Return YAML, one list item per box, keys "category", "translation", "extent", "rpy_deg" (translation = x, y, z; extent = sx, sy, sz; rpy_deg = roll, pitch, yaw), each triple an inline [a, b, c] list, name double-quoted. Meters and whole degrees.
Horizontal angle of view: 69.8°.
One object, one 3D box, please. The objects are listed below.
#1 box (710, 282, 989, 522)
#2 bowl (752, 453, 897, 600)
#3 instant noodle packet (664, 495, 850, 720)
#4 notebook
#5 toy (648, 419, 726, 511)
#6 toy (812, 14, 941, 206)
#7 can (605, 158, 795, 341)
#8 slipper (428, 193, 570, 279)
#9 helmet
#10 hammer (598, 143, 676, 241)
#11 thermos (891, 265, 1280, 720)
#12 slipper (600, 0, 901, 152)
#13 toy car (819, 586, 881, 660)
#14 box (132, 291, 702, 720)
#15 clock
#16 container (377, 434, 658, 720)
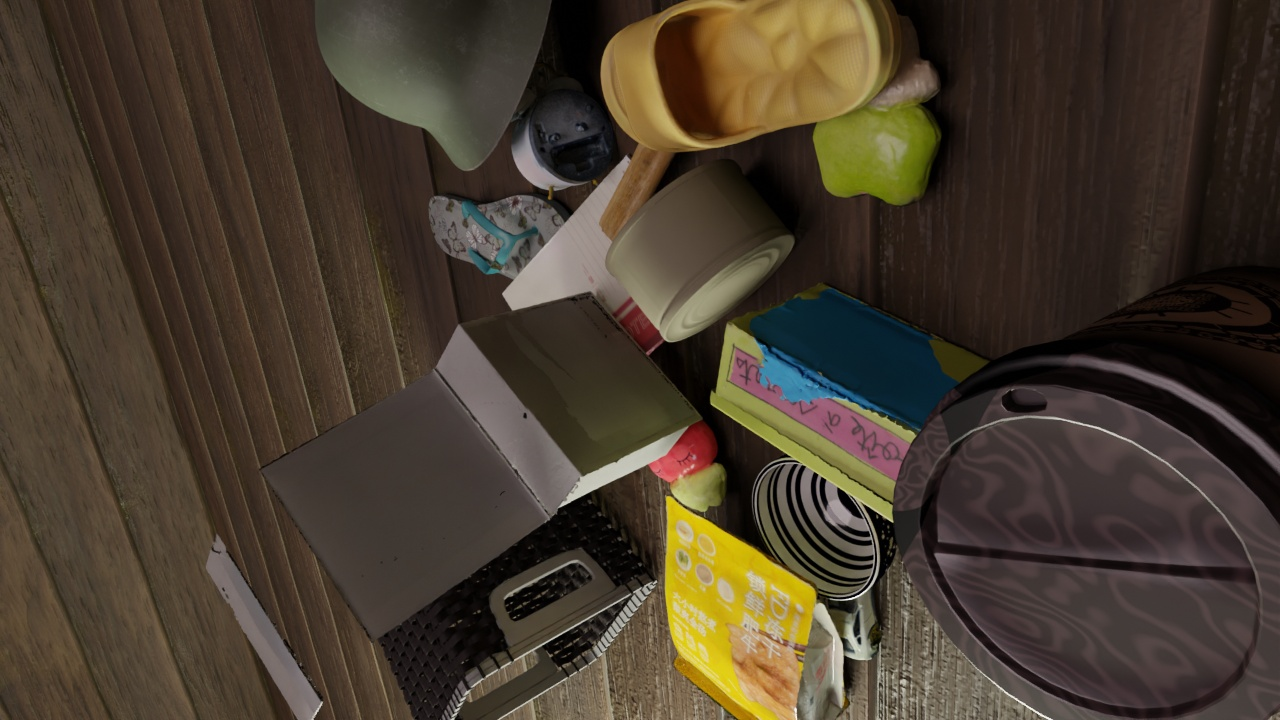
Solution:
- category: "box"
  translation: [0.167, 0.032, 0.620]
  extent: [0.221, 0.124, 0.079]
  rpy_deg: [29, 128, 36]
- category: "bowl"
  translation: [0.155, 0.120, 0.725]
  extent: [0.120, 0.066, 0.120]
  rpy_deg: [27, 129, 39]
- category: "instant noodle packet"
  translation: [0.096, 0.225, 0.805]
  extent: [0.163, 0.084, 0.222]
  rpy_deg: [30, 144, 39]
- category: "notebook"
  translation: [-0.035, -0.063, 0.853]
  extent: [0.209, 0.012, 0.153]
  rpy_deg: [-42, 74, 35]
- category: "toy"
  translation: [0.035, 0.082, 0.866]
  extent: [0.092, 0.045, 0.135]
  rpy_deg: [-30, 92, 51]
- category: "toy"
  translation: [0.153, -0.161, 0.593]
  extent: [0.092, 0.043, 0.118]
  rpy_deg: [22, 122, 46]
- category: "can"
  translation: [0.046, -0.081, 0.697]
  extent: [0.073, 0.127, 0.128]
  rpy_deg: [53, 141, 13]
- category: "slipper"
  translation: [-0.165, -0.128, 0.987]
  extent: [0.269, 0.054, 0.098]
  rpy_deg: [13, 122, 48]
- category: "helmet"
  translation: [-0.200, -0.308, 0.801]
  extent: [0.228, 0.153, 0.267]
  rpy_deg: [-58, 34, 28]
- category: "hammer"
  translation: [0.041, -0.212, 0.695]
  extent: [0.132, 0.033, 0.332]
  rpy_deg: [49, 137, 17]
- category: "thermos"
  translation: [0.253, 0.047, 0.435]
  extent: [0.173, 0.225, 0.173]
  rpy_deg: [27, 129, 39]
- category: "slipper"
  translation: [0.047, -0.190, 0.614]
  extent: [0.264, 0.078, 0.099]
  rpy_deg: [7, 117, 50]
- category: "toy car"
  translation: [0.174, 0.207, 0.781]
  extent: [0.048, 0.033, 0.105]
  rpy_deg: [10, 116, 49]
- category: "box"
  translation: [-0.147, 0.078, 0.713]
  extent: [0.166, 0.417, 0.109]
  rpy_deg: [49, 141, 18]
- category: "clock"
  translation: [-0.075, -0.206, 0.811]
  extent: [0.057, 0.083, 0.117]
  rpy_deg: [-6, 106, 58]
- category: "container"
  translation: [-0.175, 0.253, 1.055]
  extent: [0.243, 0.246, 0.246]
  rpy_deg: [53, 141, 22]
